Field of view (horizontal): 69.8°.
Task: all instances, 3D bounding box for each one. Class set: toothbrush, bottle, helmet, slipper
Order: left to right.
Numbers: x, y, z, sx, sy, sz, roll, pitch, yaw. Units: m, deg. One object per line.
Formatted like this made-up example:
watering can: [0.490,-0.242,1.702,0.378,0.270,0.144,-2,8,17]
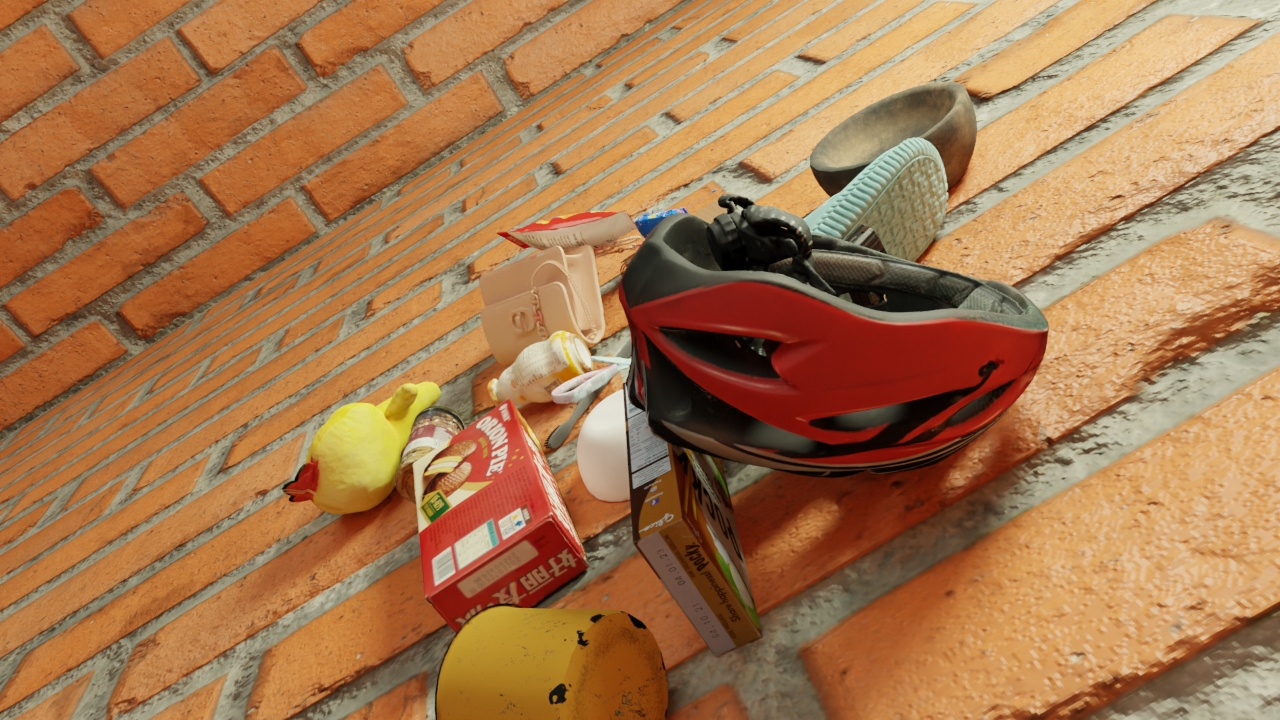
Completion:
bottle: [-0.213,0.096,0.939,0.056,0.056,0.105,-28,25,11]
bottle: [-0.105,0.015,0.952,0.109,0.063,0.063,-27,25,14]
toothbrush: [-0.045,0.029,0.915,0.013,0.013,0.166,-15,29,50]
helmet: [0.119,-0.015,0.580,0.271,0.167,0.217,2,20,-15]
slipper: [0.164,-0.087,0.765,0.069,0.116,0.275,25,64,40]

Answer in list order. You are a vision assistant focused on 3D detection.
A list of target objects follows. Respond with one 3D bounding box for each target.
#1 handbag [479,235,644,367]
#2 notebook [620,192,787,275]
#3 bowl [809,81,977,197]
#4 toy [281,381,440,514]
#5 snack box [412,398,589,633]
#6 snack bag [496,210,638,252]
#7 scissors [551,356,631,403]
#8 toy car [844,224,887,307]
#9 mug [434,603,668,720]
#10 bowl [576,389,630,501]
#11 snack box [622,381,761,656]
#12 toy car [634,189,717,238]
handbag: [-0.066,-0.068,1.073,0.199,0.116,0.186,-14,-1,43]
notebook: [0.070,-0.123,1.044,0.169,0.022,0.210,-34,25,-3]
bowl: [0.256,-0.204,0.914,0.162,0.070,0.162,-26,26,14]
toy: [-0.288,0.093,0.990,0.207,0.092,0.134,-55,-11,-51]
snack box: [-0.127,0.125,0.779,0.113,0.060,0.236,-34,25,-3]
snack bag: [-0.080,-0.147,1.061,0.144,0.039,0.130,-9,-1,6]
scissors: [-0.017,0.008,0.857,0.174,0.013,0.171,-22,17,-30]
toy car: [0.182,-0.059,0.714,0.040,0.092,0.037,-44,33,-22]
mug: [-0.047,0.202,0.517,0.094,0.100,0.123,-10,70,36]
bowl: [-0.008,0.060,0.769,0.115,0.050,0.114,-26,26,14]
snack box: [0.030,0.090,0.609,0.032,0.101,0.185,-28,25,11]
toy car: [0.043,-0.179,1.106,0.092,0.033,0.061,-1,44,47]
